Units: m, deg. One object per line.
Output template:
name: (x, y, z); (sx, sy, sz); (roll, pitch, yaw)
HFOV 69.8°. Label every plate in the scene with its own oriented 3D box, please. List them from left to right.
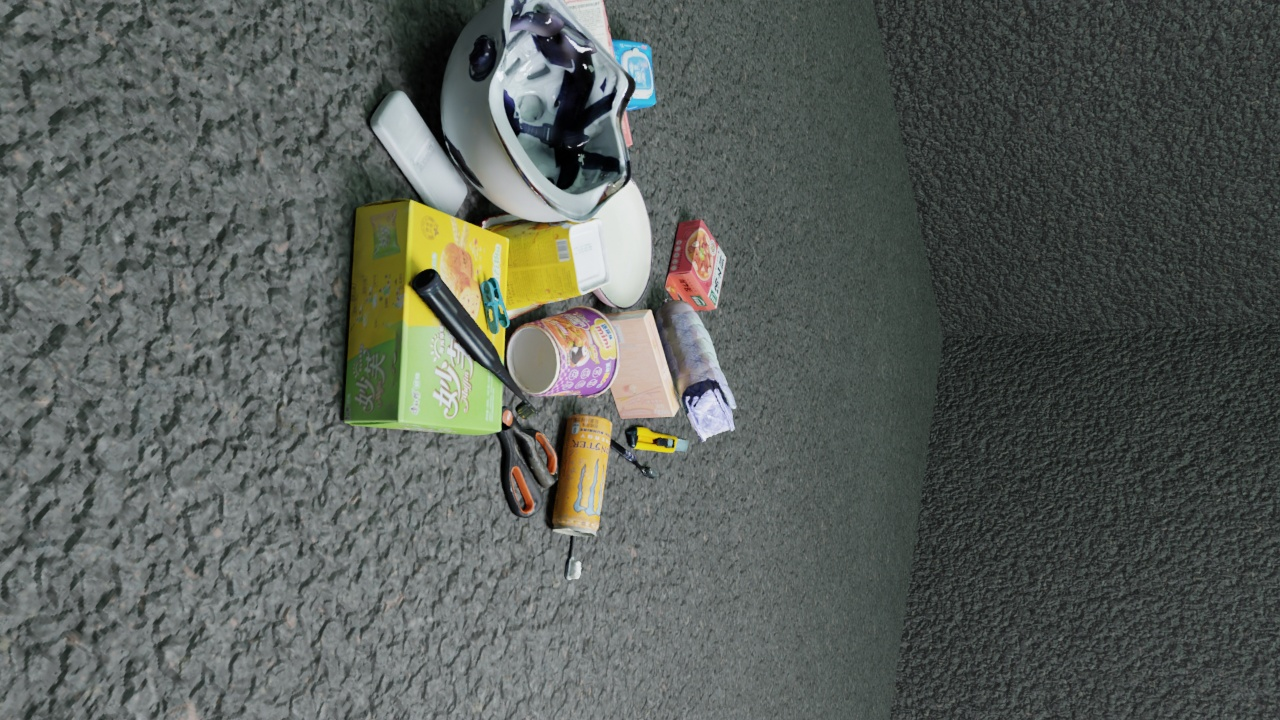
plate: (-0.042, -0.164, 1.243); (0.192, 0.039, 0.192); (8, 81, -62)

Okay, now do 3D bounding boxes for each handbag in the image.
handbag: (0.081, 0.013, 1.342); (0.193, 0.075, 0.134); (-109, 174, -47)

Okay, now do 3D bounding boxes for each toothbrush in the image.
toothbrush: (-0.153, -0.008, 0.887); (0.027, 0.026, 0.213); (-43, 136, -12)
toothbrush: (-0.077, 0.190, 1.177); (0.015, 0.018, 0.181); (30, 61, -55)
toothbrush: (-0.020, 0.131, 1.291); (0.189, 0.017, 0.014); (44, 50, -50)

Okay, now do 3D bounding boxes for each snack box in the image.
snack box: (-0.203, -0.036, 0.897); (0.157, 0.070, 0.210); (14, 75, -62)
snack box: (-0.064, -0.373, 1.178); (0.058, 0.057, 0.207); (-19, 110, -19)
snack box: (-0.007, 0.007, 1.248); (0.026, 0.085, 0.157); (-57, 137, -51)
snack box: (0.092, -0.143, 1.489); (0.113, 0.044, 0.126); (48, 48, -51)

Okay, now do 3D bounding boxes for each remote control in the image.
remote control: (-0.222, -0.204, 0.926); (0.136, 0.020, 0.055); (59, 40, -43)

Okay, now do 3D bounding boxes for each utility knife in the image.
utility knife: (0.032, 0.122, 1.388); (0.206, 0.015, 0.033); (16, 76, -61)

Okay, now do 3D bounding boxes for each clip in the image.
clip: (-0.146, -0.055, 0.917); (0.040, 0.014, 0.056); (-41, 126, -59)

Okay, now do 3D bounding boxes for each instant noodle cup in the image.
instant noodle cup: (-0.107, -0.112, 1.026); (0.116, 0.124, 0.116); (-31, 115, -59)
instant noodle cup: (-0.094, -0.006, 1.070); (0.099, 0.112, 0.111); (-11, 98, -55)

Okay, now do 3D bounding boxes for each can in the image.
can: (-0.072, 0.143, 1.143); (0.058, 0.058, 0.145); (35, 57, -56)

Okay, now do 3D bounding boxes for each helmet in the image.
helmet: (-0.125, -0.259, 0.975); (0.229, 0.146, 0.258); (32, 59, -50)

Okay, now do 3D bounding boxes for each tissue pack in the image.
tissue pack: (-0.021, -0.399, 1.285); (0.156, 0.052, 0.095); (-29, 114, -59)

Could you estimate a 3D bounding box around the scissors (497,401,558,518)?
scissors: (-0.152, 0.086, 1.035); (0.234, 0.022, 0.162); (47, 48, -51)
